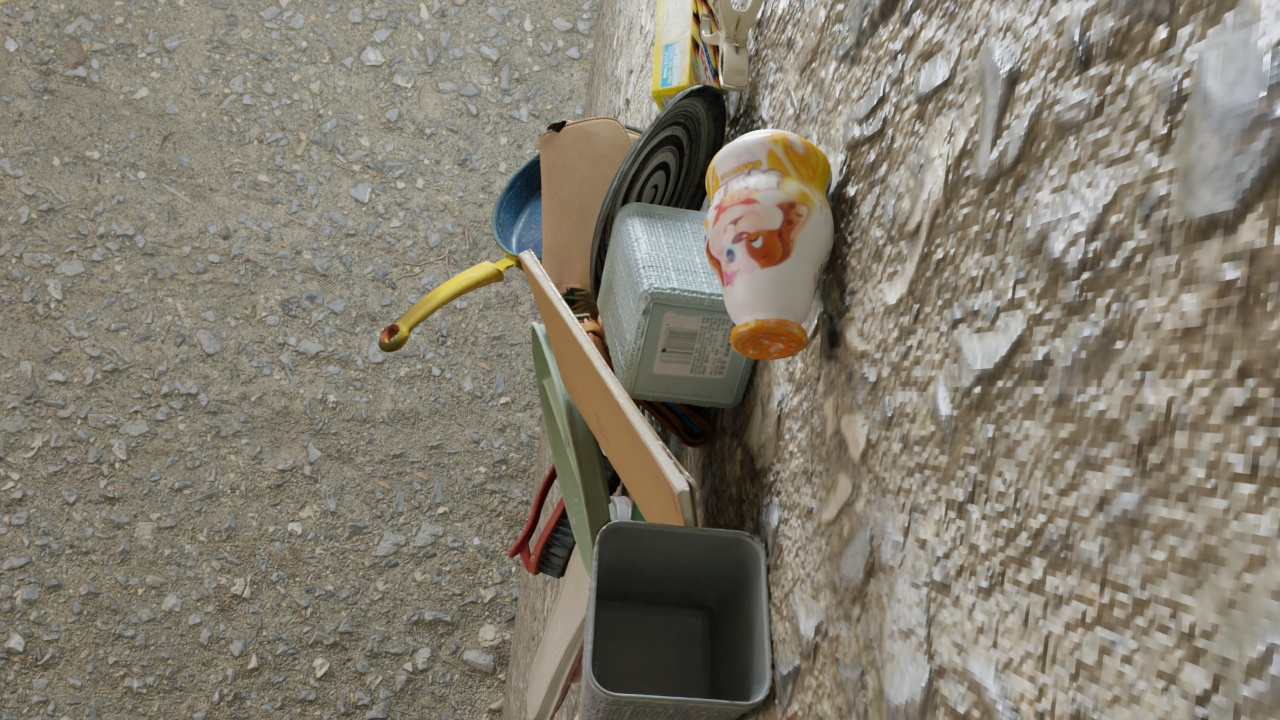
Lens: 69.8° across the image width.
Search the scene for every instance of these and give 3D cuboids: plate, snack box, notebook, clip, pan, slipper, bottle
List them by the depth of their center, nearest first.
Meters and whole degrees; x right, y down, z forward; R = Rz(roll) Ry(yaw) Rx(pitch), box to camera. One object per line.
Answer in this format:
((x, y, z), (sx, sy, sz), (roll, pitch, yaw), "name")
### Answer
((0.062, -0.055, 0.441), (0.063, 0.063, 0.108), (115, 160, -63), "bottle")
((-0.016, 0.044, 0.583), (0.211, 0.012, 0.150), (55, 165, 37), "notebook")
((0.068, -0.247, 0.662), (0.099, 0.035, 0.098), (-95, 17, -55), "clip")
((0.008, -0.119, 0.673), (0.179, 0.024, 0.180), (-52, -19, -27), "plate")
((0.039, -0.241, 0.732), (0.087, 0.034, 0.140), (53, -142, -58), "snack box")
((-0.059, 0.076, 0.804), (0.230, 0.027, 0.230), (166, 91, -81), "plate")
((-0.051, 0.254, 0.909), (0.114, 0.054, 0.275), (-108, 37, -62), "slipper")
((-0.119, -0.121, 0.930), (0.356, 0.198, 0.078), (-49, -44, -16), "pan")

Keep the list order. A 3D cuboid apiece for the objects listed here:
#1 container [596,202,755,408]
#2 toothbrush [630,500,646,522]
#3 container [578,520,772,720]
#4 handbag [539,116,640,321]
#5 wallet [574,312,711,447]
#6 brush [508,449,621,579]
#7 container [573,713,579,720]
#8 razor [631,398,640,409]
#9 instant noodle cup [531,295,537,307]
((0.026, -0.033, 0.579), (0.111, 0.090, 0.090), (-102, 21, -56), "container")
((-0.005, 0.203, 0.763), (0.027, 0.026, 0.224), (11, 94, 60), "toothbrush")
((0.012, 0.154, 0.500), (0.114, 0.090, 0.090), (105, 170, -56), "container")
((-0.022, -0.109, 0.798), (0.147, 0.100, 0.204), (17, -113, -55), "handbag")
((-0.004, 0.004, 0.676), (0.035, 0.119, 0.130), (-52, 13, 7), "wallet")
((-0.080, 0.158, 0.967), (0.145, 0.069, 0.063), (-60, -18, -17), "brush")
((-0.004, 0.262, 0.509), (0.111, 0.090, 0.090), (-102, 21, -76), "container")
((-0.004, 0.015, 0.942), (0.042, 0.022, 0.142), (24, -108, -53), "razor")
((-0.055, -0.101, 1.033), (0.116, 0.124, 0.117), (-91, 12, -47), "instant noodle cup")
